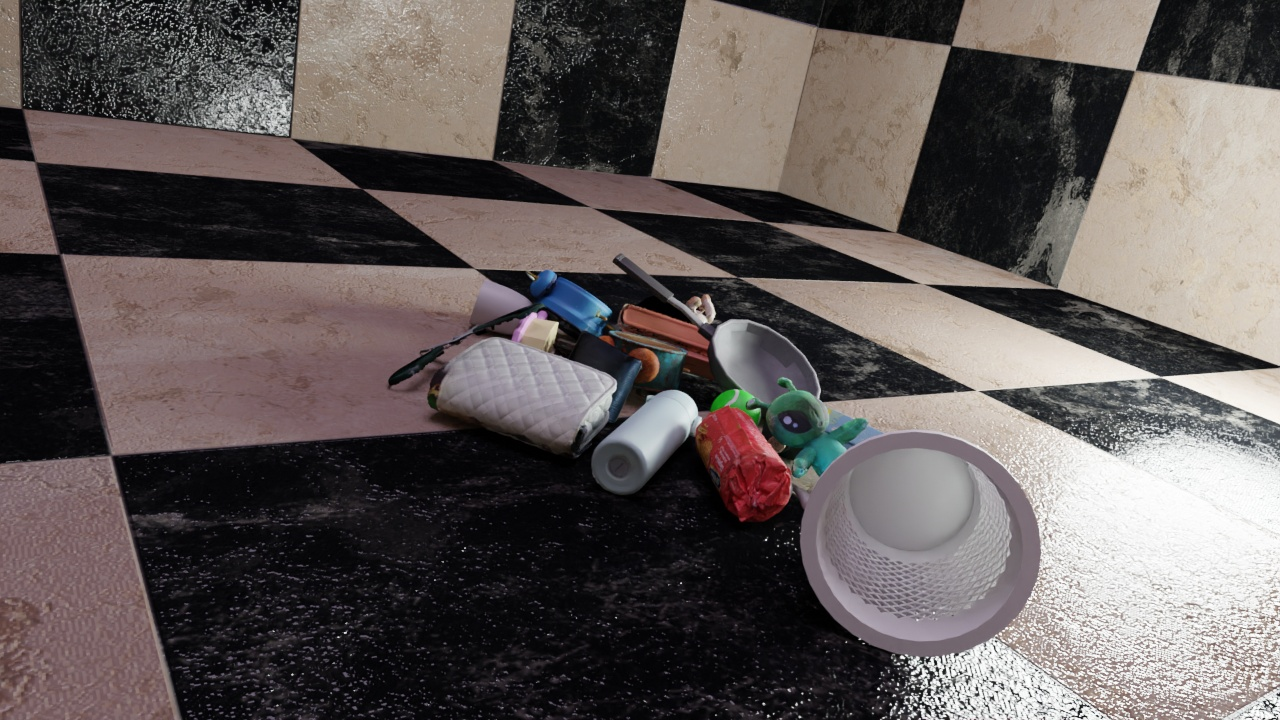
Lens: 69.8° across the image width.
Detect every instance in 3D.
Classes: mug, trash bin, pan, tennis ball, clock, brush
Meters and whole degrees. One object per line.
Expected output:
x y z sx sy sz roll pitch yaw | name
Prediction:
0.032 -0.047 1.428 0.112 0.084 0.104 23 14 -42 | mug
0.260 0.148 0.873 0.195 0.195 0.199 16 9 13 | trash bin
0.101 -0.036 1.320 0.357 0.041 0.178 39 38 6 | pan
0.122 0.070 1.176 0.065 0.065 0.065 10 18 -4 | tennis ball
-0.115 -0.087 1.414 0.161 0.060 0.117 34 -4 9 | clock
-0.210 -0.072 1.414 0.089 0.071 0.107 20 -11 -9 | mug
-0.142 -0.027 1.268 0.043 0.089 0.228 17 17 0 | brush
-0.008 0.007 1.262 0.121 0.073 0.157 19 7 30 | clock

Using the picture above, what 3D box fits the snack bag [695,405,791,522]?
0.112 0.111 1.024 0.082 0.082 0.176 7 18 -13 | snack bag

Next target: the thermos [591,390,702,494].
0.012 0.088 1.055 0.078 0.065 0.206 17 19 16 | thermos

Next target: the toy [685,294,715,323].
0.105 -0.058 1.537 0.106 0.085 0.074 49 6 31 | toy

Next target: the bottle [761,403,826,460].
0.191 0.088 1.169 0.061 0.061 0.131 21 20 19 | bottle

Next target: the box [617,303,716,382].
0.050 -0.022 1.363 0.187 0.085 0.048 19 -9 -7 | box

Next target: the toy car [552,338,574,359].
-0.088 -0.007 1.278 0.040 0.037 0.092 19 -13 24 | toy car

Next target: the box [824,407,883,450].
0.312 0.113 1.215 0.210 0.037 0.065 25 25 36 | box

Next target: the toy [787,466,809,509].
0.162 0.135 1.066 0.049 0.030 0.111 35 4 -26 | toy

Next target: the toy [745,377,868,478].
0.206 0.098 1.081 0.130 0.073 0.193 -24 64 -33 | toy

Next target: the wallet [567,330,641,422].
-0.056 0.018 1.176 0.115 0.089 0.026 28 4 39 | wallet

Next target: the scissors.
-0.230 -0.023 1.179 0.202 0.015 0.201 -18 15 29 | scissors

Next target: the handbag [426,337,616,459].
-0.135 0.047 1.082 0.195 0.073 0.138 18 28 17 | handbag
